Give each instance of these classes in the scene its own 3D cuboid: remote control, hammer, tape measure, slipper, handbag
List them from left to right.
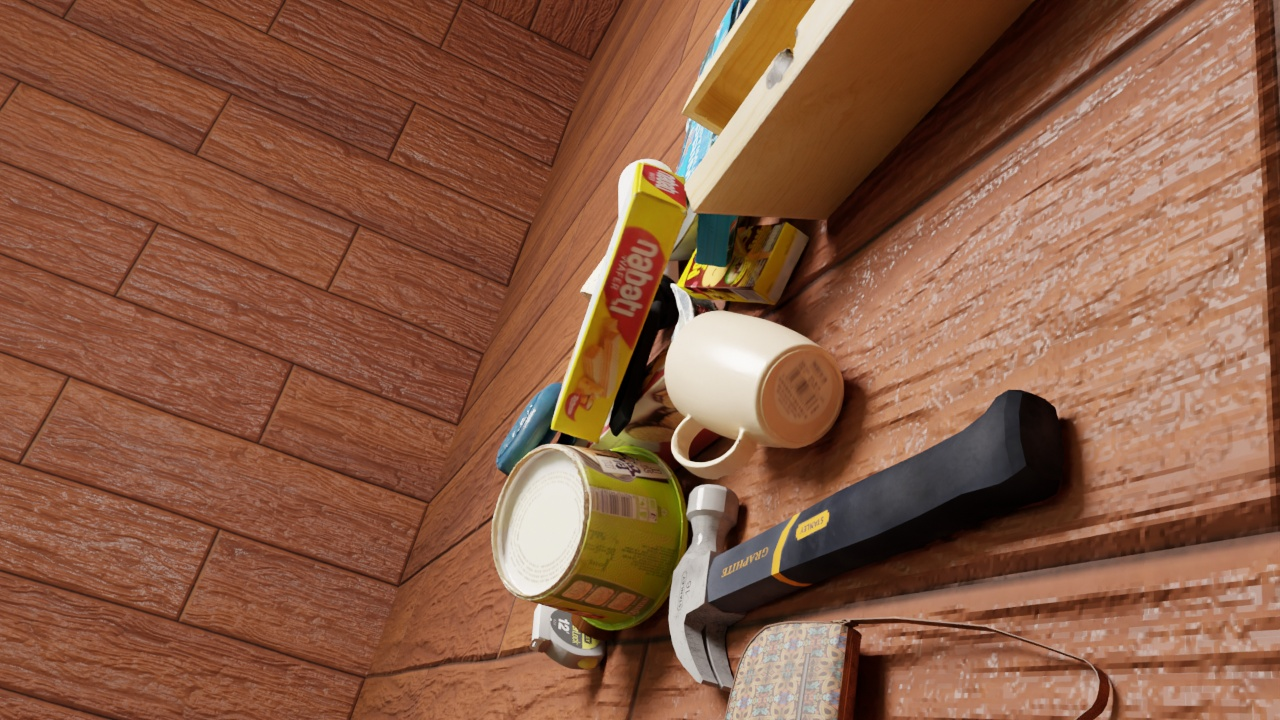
[{"bbox_3d":[-0.088,0.070,0.848,0.103,0.059,0.214,-57,0,-6],"label":"slipper"},{"bbox_3d":[-0.062,0.235,0.786,0.017,0.065,0.064,-63,13,19],"label":"tape measure"},{"bbox_3d":[-0.012,0.063,0.929,0.327,0.036,0.140,-57,19,36],"label":"hammer"},{"bbox_3d":[-0.004,0.004,0.732,0.039,0.010,0.124,-51,18,48],"label":"remote control"},{"bbox_3d":[0.097,0.091,0.491,0.313,0.035,0.139,-47,27,54],"label":"hammer"},{"bbox_3d":[0.109,0.147,0.383,0.196,0.043,0.093,-36,29,49],"label":"handbag"}]

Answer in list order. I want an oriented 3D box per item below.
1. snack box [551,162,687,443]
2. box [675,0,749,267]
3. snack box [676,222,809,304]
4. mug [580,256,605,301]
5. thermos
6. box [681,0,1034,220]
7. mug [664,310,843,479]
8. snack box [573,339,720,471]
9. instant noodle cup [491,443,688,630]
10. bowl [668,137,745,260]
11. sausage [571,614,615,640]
[{"bbox_3d":[-0.017,-0.044,0.705,0.092,0.042,0.201,-85,14,-65],"label":"snack box"},{"bbox_3d":[0.065,-0.201,0.780,0.091,0.066,0.242,89,-168,-56],"label":"box"},{"bbox_3d":[0.082,-0.081,0.770,0.061,0.025,0.149,-62,21,-5],"label":"snack box"},{"bbox_3d":[-0.004,-0.102,1.100,0.122,0.081,0.097,20,80,55],"label":"mug"},{"bbox_3d":[0.005,-0.139,1.016,0.101,0.068,0.229,68,-163,-49],"label":"thermos"},{"bbox_3d":[0.137,-0.202,0.593,0.249,0.140,0.148,131,154,-51],"label":"box"},{"bbox_3d":[0.065,0.026,0.581,0.111,0.085,0.104,-52,24,-9],"label":"mug"},{"bbox_3d":[0.009,0.060,0.774,0.274,0.076,0.044,-46,22,55],"label":"snack box"},{"bbox_3d":[-0.045,0.131,0.712,0.147,0.097,0.146,-21,60,43],"label":"instant noodle cup"},{"bbox_3d":[0.072,-0.158,0.904,0.151,0.056,0.150,-59,17,30],"label":"bowl"},{"bbox_3d":[-0.013,0.163,0.773,0.155,0.040,0.040,-66,14,6],"label":"sausage"}]
